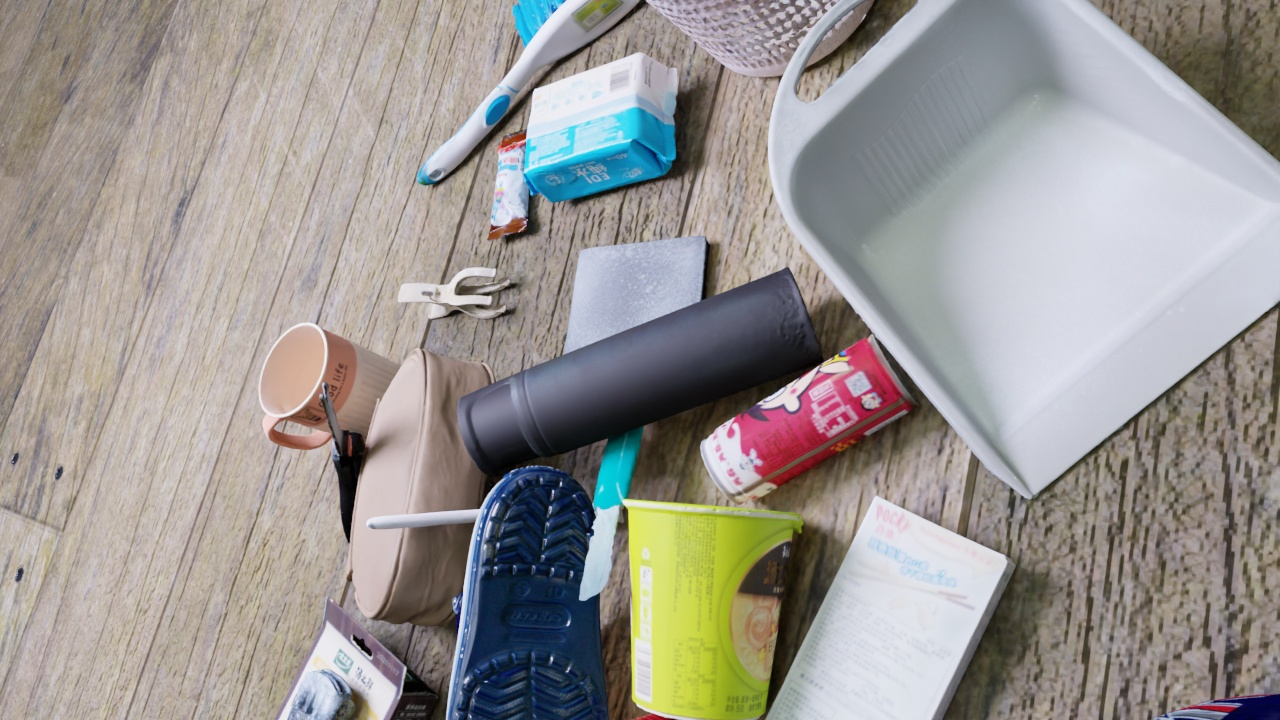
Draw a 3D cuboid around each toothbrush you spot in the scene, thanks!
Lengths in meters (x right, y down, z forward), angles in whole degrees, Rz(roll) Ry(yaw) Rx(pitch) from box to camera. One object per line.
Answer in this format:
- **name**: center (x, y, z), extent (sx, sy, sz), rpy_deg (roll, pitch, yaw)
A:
- **toothbrush**: center (-0.097, 0.111, 0.639), extent (0.016, 0.180, 0.016), rpy_deg (128, 138, -61)

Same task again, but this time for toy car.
- **toy car**: center (-0.245, 0.282, 0.677), extent (0.049, 0.031, 0.105), rpy_deg (11, 84, 39)

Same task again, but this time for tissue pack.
- **tissue pack**: center (-0.033, -0.188, 0.761), extent (0.140, 0.063, 0.089), rpy_deg (-9, 65, 29)

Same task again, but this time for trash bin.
- **trash bin**: center (0.074, -0.320, 0.660), extent (0.228, 0.192, 0.227), rpy_deg (-13, 65, 29)

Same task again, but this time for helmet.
- **helmet**: center (0.244, 0.274, 0.283), extent (0.241, 0.247, 0.315), rpy_deg (109, 147, -43)

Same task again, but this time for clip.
- **clip**: center (-0.162, -0.055, 0.811), extent (0.101, 0.074, 0.034), rpy_deg (-6, 69, 27)

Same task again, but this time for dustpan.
- **dustpan**: center (0.203, -0.099, 0.524), extent (0.223, 0.142, 0.257), rpy_deg (-43, 53, 12)

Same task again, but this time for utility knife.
- **utility knife**: center (-0.016, 0.072, 0.622), extent (0.029, 0.013, 0.218), rpy_deg (-11, 36, 18)

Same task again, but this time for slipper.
- **slipper**: center (-0.078, 0.197, 0.609), extent (0.095, 0.105, 0.252), rpy_deg (156, 114, -73)

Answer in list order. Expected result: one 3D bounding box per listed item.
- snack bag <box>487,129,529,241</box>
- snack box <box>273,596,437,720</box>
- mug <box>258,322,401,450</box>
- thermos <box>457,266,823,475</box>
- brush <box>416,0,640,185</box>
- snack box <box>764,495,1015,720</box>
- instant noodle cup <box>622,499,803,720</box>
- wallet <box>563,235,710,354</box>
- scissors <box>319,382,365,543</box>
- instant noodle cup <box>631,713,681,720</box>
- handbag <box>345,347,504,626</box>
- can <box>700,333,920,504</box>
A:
- **snack bag**: center (-0.116, -0.158, 0.828), extent (0.045, 0.026, 0.105), rpy_deg (-8, 69, 27)
- **snack box**: center (-0.224, 0.268, 0.714), extent (0.113, 0.053, 0.125), rpy_deg (24, 85, 37)
- **mug**: center (-0.273, 0.035, 0.805), extent (0.115, 0.106, 0.081), rpy_deg (-46, 53, 10)
- **thermos**: center (-0.004, 0.004, 0.631), extent (0.243, 0.068, 0.089), rpy_deg (-19, 34, 9)
- **brush**: center (-0.106, -0.289, 0.860), extent (0.315, 0.060, 0.109), rpy_deg (-30, 61, 24)
- **snack box**: center (0.141, 0.166, 0.529), extent (0.085, 0.027, 0.156), rpy_deg (25, 86, 38)
- **instant noodle cup**: center (0.040, 0.151, 0.561), extent (0.112, 0.111, 0.123), rpy_deg (-1, 80, 33)
- **wallet**: center (-0.004, -0.045, 0.716), extent (0.121, 0.019, 0.097), rpy_deg (-3, 72, 31)
- **scissors**: center (-0.227, 0.086, 0.711), extent (0.021, 0.235, 0.139), rpy_deg (-1, 83, -11)
- **instant noodle cup**: center (0.029, 0.277, 0.514), extent (0.124, 0.116, 0.116), rpy_deg (25, 87, 26)
- **handbag**: center (-0.164, 0.100, 0.713), extent (0.148, 0.099, 0.204), rpy_deg (-20, 59, 56)
- **can**: center (0.106, 0.040, 0.586), extent (0.133, 0.053, 0.053), rpy_deg (-34, 57, 18)
